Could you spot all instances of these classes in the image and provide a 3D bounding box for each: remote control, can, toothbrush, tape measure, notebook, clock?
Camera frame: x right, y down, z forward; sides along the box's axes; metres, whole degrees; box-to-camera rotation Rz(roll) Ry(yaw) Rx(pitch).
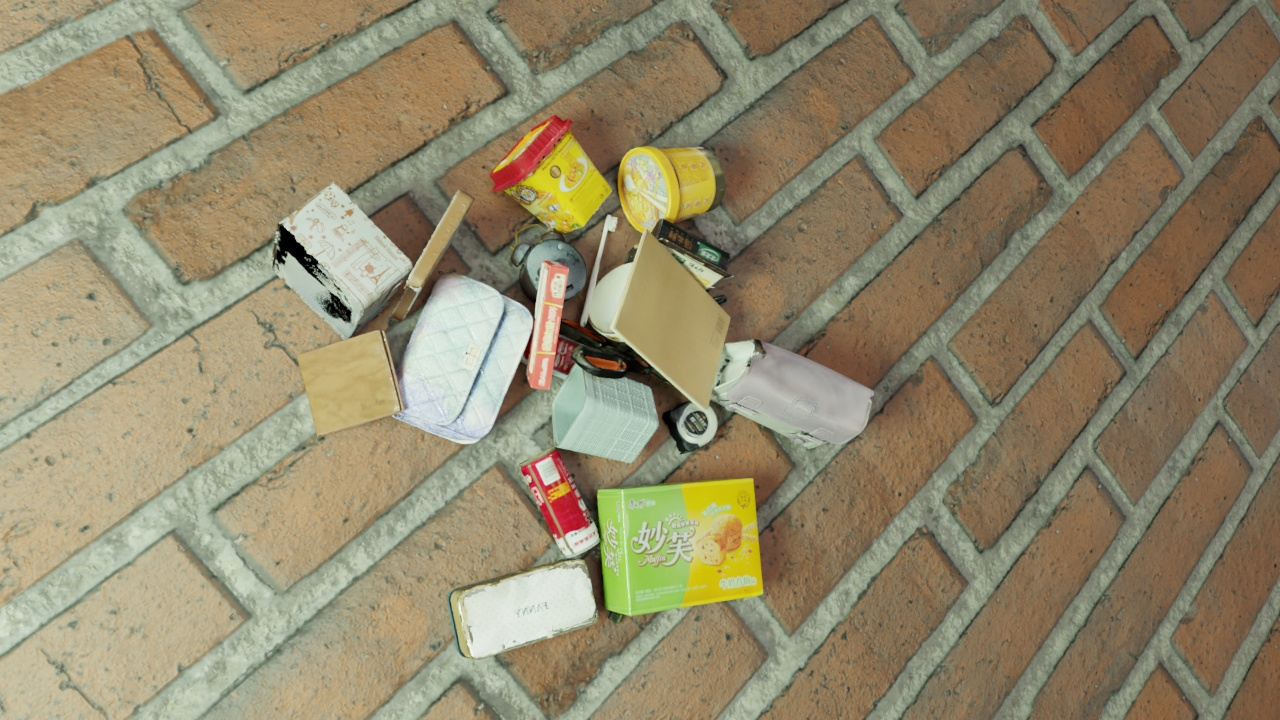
[{"bbox_3d":[-0.094,-0.002,1.219,0.136,0.020,0.055,22,70,-18],"label":"remote control"},{"bbox_3d":[-0.101,0.179,1.159,0.053,0.053,0.132,-27,91,-26],"label":"can"},{"bbox_3d":[0.054,-0.059,1.300,0.180,0.018,0.015,-25,87,-28],"label":"toothbrush"},{"bbox_3d":[0.001,0.258,1.212,0.017,0.012,0.185,32,68,-16],"label":"toothbrush"},{"bbox_3d":[0.072,0.089,1.267,0.065,0.034,0.066,-24,92,-24],"label":"tape measure"},{"bbox_3d":[0.047,-0.049,1.194,0.211,0.012,0.149,41,56,-41],"label":"notebook"},{"bbox_3d":[-0.057,-0.123,1.248,0.016,0.016,0.179,12,64,2],"label":"toothbrush"},{"bbox_3d":[-0.123,-0.124,1.212,0.081,0.055,0.122,-28,91,-25],"label":"clock"}]

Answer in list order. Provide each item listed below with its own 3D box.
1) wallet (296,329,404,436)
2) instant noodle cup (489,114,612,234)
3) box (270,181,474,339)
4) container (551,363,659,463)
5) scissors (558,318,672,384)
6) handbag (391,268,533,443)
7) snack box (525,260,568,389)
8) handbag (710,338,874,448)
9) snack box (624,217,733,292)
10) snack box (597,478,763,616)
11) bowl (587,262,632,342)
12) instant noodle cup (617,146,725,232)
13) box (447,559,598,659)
[{"bbox_3d":[-0.339,0.026,1.071,0.115,0.020,0.101,-17,86,13],"label":"wallet"},{"bbox_3d":[-0.114,-0.239,1.214,0.123,0.116,0.115,46,65,-22],"label":"instant noodle cup"},{"bbox_3d":[-0.297,-0.137,1.065,0.156,0.183,0.193,45,65,-10],"label":"box"},{"bbox_3d":[-0.044,0.070,1.176,0.111,0.090,0.089,19,34,-23],"label":"container"},{"bbox_3d":[-0.019,-0.005,1.219,0.211,0.022,0.221,36,19,22],"label":"scissors"},{"bbox_3d":[-0.220,-0.003,1.130,0.134,0.076,0.193,23,70,-13],"label":"handbag"},{"bbox_3d":[-0.117,-0.046,1.143,0.025,0.075,0.153,7,100,-14],"label":"snack box"},{"bbox_3d":[0.200,0.046,1.272,0.197,0.145,0.098,24,68,-17],"label":"handbag"},{"bbox_3d":[0.053,-0.133,1.250,0.113,0.126,0.053,26,59,-18],"label":"snack box"},{"bbox_3d":[0.054,0.238,1.196,0.209,0.070,0.157,0,83,-30],"label":"snack box"},{"bbox_3d":[-0.009,-0.069,1.233,0.062,0.114,0.113,48,59,-48],"label":"bowl"},{"bbox_3d":[0.047,-0.246,1.283,0.114,0.119,0.118,-19,87,-33],"label":"instant noodle cup"},{"bbox_3d":[-0.147,0.302,1.113,0.184,0.060,0.089,-8,82,-23],"label":"box"}]
